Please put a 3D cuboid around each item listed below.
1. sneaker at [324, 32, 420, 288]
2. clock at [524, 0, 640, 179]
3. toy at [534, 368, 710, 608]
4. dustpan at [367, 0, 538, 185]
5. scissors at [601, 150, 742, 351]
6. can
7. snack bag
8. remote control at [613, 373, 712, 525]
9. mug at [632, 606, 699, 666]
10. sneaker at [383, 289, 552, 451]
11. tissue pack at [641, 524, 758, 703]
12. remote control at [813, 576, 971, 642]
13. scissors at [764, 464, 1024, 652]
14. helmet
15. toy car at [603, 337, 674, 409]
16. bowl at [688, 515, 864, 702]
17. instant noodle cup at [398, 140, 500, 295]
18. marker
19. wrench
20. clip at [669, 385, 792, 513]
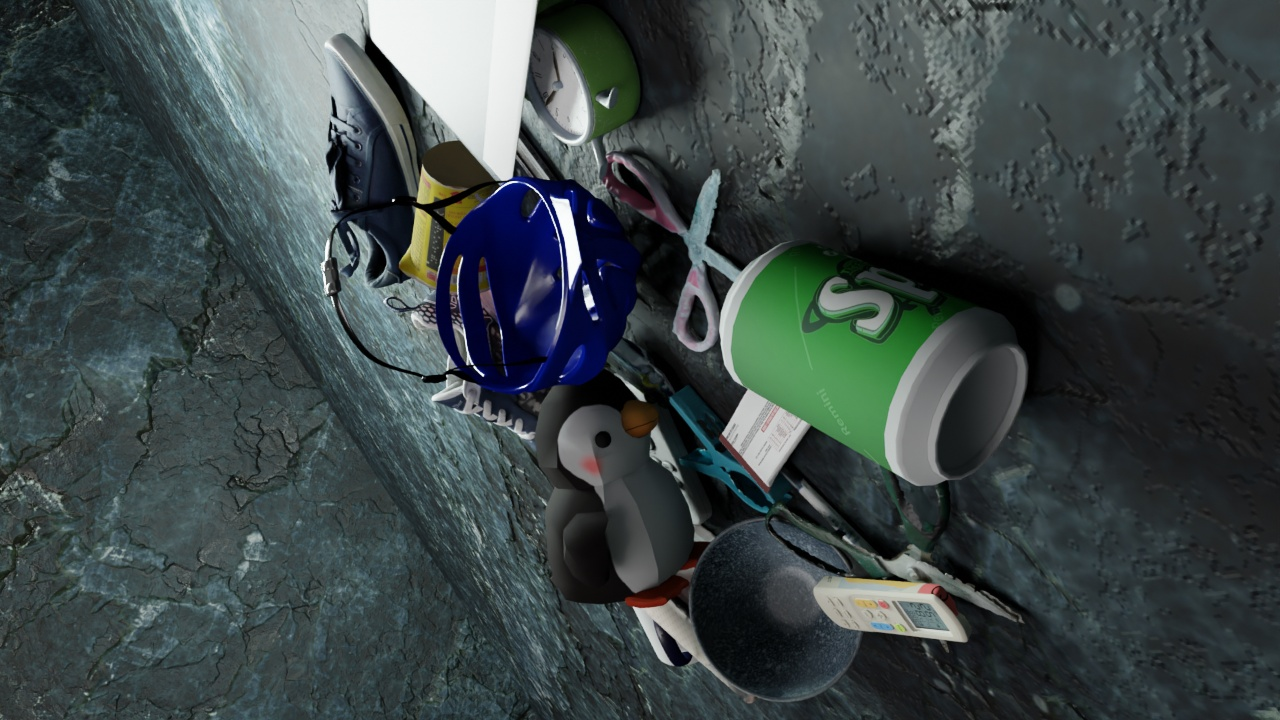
[{"bbox_3d":[-0.301,-0.192,0.976,0.121,0.127,0.295,40,149,36],"label":"sneaker"},{"bbox_3d":[-0.045,-0.187,0.589,0.119,0.042,0.095,49,154,17],"label":"clock"},{"bbox_3d":[-0.037,0.100,0.763,0.140,0.158,0.184,-12,97,26],"label":"toy"},{"bbox_3d":[-0.134,-0.287,0.611,0.273,0.080,0.237,49,157,8],"label":"dustpan"},{"bbox_3d":[0.030,-0.073,0.627,0.170,0.013,0.177,39,149,31],"label":"scissors"},{"bbox_3d":[0.112,-0.003,0.462,0.140,0.087,0.088,32,146,44],"label":"can"},{"bbox_3d":[0.093,0.033,0.619,0.057,0.013,0.158,50,148,21],"label":"snack bag"},{"bbox_3d":[0.016,0.083,0.833,0.074,0.019,0.151,10,128,59],"label":"remote control"},{"bbox_3d":[0.033,0.250,0.911,0.111,0.079,0.097,-78,-34,-67],"label":"mug"},{"bbox_3d":[-0.145,0.024,0.930,0.103,0.132,0.269,-2,119,61],"label":"sneaker"},{"bbox_3d":[0.070,0.218,0.811,0.181,0.103,0.071,28,128,44],"label":"tissue pack"},{"bbox_3d":[0.162,0.163,0.604,0.038,0.018,0.126,54,151,-9],"label":"remote control"},{"bbox_3d":[0.149,0.098,0.587,0.202,0.015,0.206,19,133,44],"label":"scissors"},{"bbox_3d":[-0.115,-0.047,0.650,0.242,0.227,0.147,-29,71,59],"label":"helmet"},{"bbox_3d":[-0.005,0.004,0.764,0.090,0.027,0.039,38,160,19],"label":"toy car"},{"bbox_3d":[0.111,0.188,0.713,0.137,0.137,0.057,47,-166,21],"label":"bowl"},{"bbox_3d":[-0.160,-0.133,0.830,0.100,0.100,0.113,45,143,26],"label":"instant noodle cup"},{"bbox_3d":[0.145,0.120,0.646,0.152,0.011,0.011,46,154,24],"label":"marker"},{"bbox_3d":[-0.088,-0.160,0.745,0.273,0.010,0.070,53,156,8],"label":"wrench"},{"bbox_3d":[0.070,0.073,0.716,0.116,0.026,0.097,35,151,41],"label":"clip"}]
